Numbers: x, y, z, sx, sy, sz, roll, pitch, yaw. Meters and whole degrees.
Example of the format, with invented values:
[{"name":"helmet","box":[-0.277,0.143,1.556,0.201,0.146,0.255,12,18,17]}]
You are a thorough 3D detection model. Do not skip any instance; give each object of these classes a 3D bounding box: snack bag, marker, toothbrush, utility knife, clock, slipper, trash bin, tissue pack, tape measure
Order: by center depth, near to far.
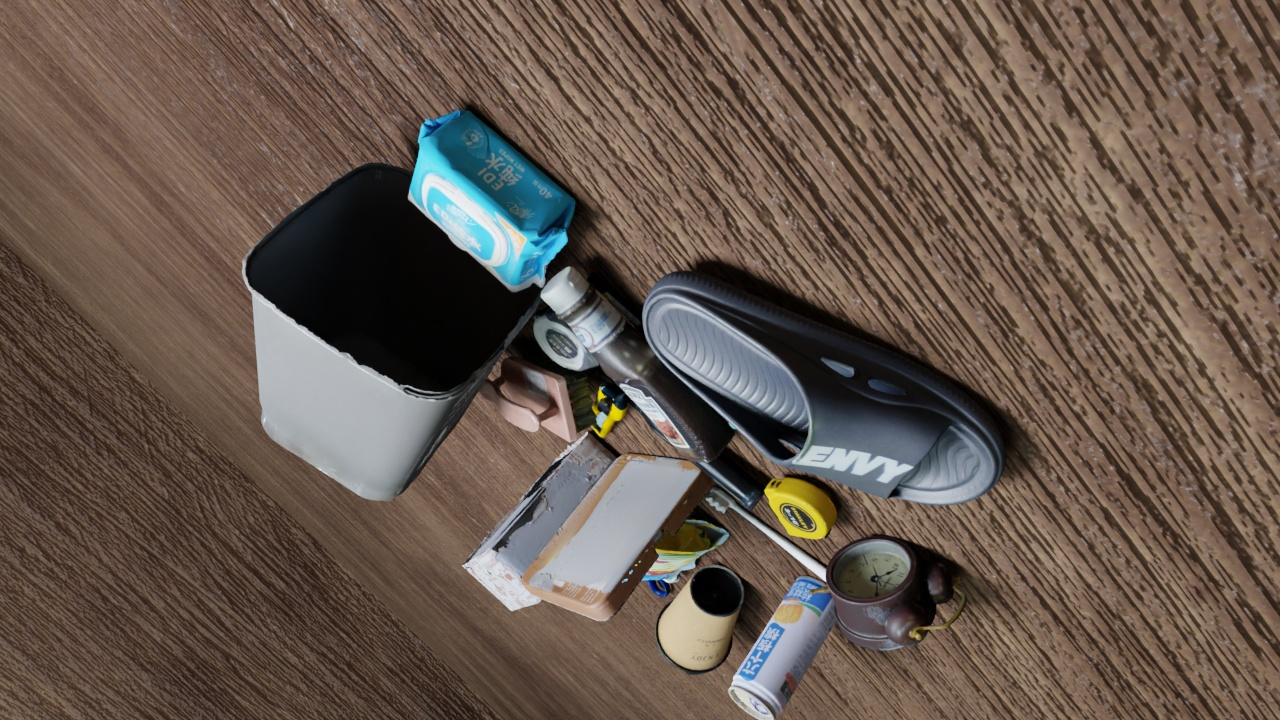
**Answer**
[{"name":"slipper","box":[0.105,0.035,0.623,0.268,0.083,0.111,29,140,16]},{"name":"tissue pack","box":[-0.118,-0.121,0.718,0.140,0.063,0.090,41,151,0]},{"name":"clock","box":[0.203,0.189,0.740,0.122,0.081,0.055,8,131,48]},{"name":"marker","box":[0.004,-0.030,0.749,0.124,0.015,0.018,41,161,6]},{"name":"tape measure","box":[0.139,0.124,0.780,0.057,0.028,0.060,-1,130,52]},{"name":"trash bin","box":[-0.221,-0.010,0.798,0.198,0.198,0.220,32,137,1]},{"name":"tape measure","box":[-0.062,-0.024,0.815,0.066,0.033,0.066,-13,119,53]},{"name":"toothbrush","box":[0.024,0.058,0.833,0.212,0.026,0.027,39,144,12]},{"name":"toothbrush","box":[0.138,0.179,0.869,0.180,0.016,0.016,35,153,10]},{"name":"utility knife","box":[-0.033,0.051,0.874,0.033,0.015,0.155,46,163,7]},{"name":"snack bag","box":[0.018,0.217,1.001,0.191,0.110,0.038,120,140,-60]}]

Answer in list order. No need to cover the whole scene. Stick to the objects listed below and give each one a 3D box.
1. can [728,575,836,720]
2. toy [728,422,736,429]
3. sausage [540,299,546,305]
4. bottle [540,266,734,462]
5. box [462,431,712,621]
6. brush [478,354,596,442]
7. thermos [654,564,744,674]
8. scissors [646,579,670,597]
[{"name":"can","box":[0.139,0.274,0.875,0.053,0.134,0.053,30,149,20]},{"name":"toy","box":[0.071,0.011,0.709,0.092,0.030,0.097,43,144,-8]},{"name":"sausage","box":[-0.148,-0.080,0.857,0.156,0.020,0.020,25,147,28]},{"name":"bottle","box":[-0.004,0.004,0.755,0.195,0.044,0.080,47,165,-18]},{"name":"box","box":[-0.062,0.165,0.927,0.106,0.177,0.273,49,151,-15]},{"name":"brush","box":[-0.104,0.031,0.881,0.146,0.073,0.063,21,127,56]},{"name":"thermos","box":[0.071,0.291,1.036,0.093,0.092,0.144,33,143,14]},{"name":"scissors","box":[-0.012,0.232,1.126,0.163,0.012,0.176,3,132,47]}]
